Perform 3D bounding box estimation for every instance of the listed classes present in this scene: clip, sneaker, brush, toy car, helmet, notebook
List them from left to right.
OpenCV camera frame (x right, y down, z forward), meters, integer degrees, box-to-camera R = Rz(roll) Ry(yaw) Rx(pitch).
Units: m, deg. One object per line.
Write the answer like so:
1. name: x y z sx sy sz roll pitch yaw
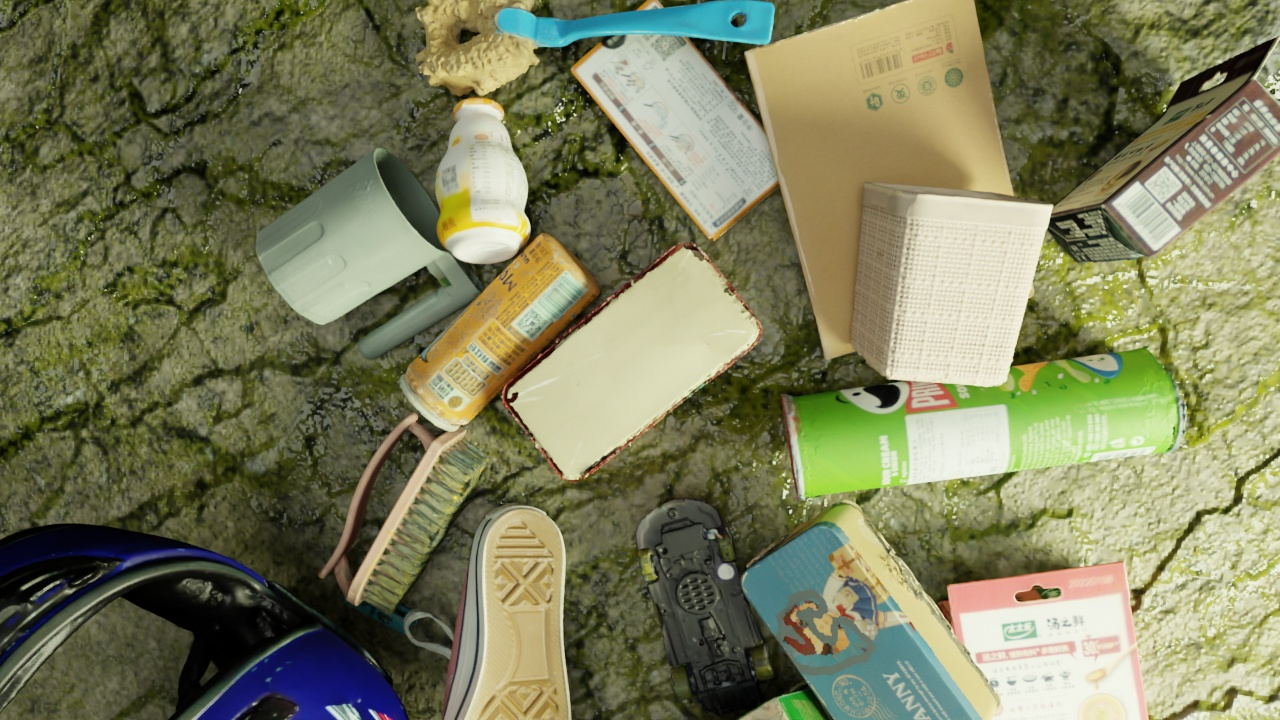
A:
1. helmet: -0.264 0.255 0.556 0.241 0.246 0.316 15 137 26
2. clip: -0.192 0.184 0.682 0.056 0.043 0.014 27 96 8
3. brush: -0.172 0.112 0.653 0.073 0.063 0.146 32 99 0
4. sneaker: -0.102 0.222 0.640 0.118 0.088 0.240 10 74 -25
5. brush: -0.039 -0.216 0.598 0.255 0.045 0.083 6 87 22
6. toy car: 0.045 0.171 0.640 0.070 0.042 0.158 -15 93 8
7. notebook: 0.164 -0.118 0.595 0.148 0.008 0.208 -17 103 1

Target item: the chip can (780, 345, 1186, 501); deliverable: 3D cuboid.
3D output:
1. chip can: 0.213 0.042 0.595 0.236 0.072 0.072 -8 93 7

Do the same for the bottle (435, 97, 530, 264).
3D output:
1. bottle: -0.108 -0.123 0.625 0.063 0.063 0.108 -7 74 7

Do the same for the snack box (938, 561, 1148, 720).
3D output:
1. snack box: 0.266 0.197 0.614 0.113 0.044 0.127 -10 94 8

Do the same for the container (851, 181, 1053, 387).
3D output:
1. container: 0.182 -0.048 0.562 0.090 0.090 0.111 4 105 -5

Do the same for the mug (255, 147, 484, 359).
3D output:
1. mug: -0.187 -0.068 0.640 0.103 0.083 0.124 -30 115 9

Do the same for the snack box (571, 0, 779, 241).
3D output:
1. snack box: 0.029 -0.163 0.626 0.075 0.026 0.153 -39 89 9

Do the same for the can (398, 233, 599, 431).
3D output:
1. can: -0.097 -0.019 0.636 0.146 0.058 0.058 -44 88 8

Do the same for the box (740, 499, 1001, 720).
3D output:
1. box: 0.152 0.187 0.597 0.090 0.059 0.184 -44 75 31

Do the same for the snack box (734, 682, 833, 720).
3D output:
1. snack box: 0.090 0.274 0.587 0.117 0.105 0.118 -34 56 8

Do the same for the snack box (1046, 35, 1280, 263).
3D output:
1. snack box: 0.316 -0.118 0.550 0.126 0.113 0.053 -40 90 8

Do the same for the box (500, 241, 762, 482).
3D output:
1. box: -0.004 0.003 0.615 0.168 0.080 0.091 -39 88 8
